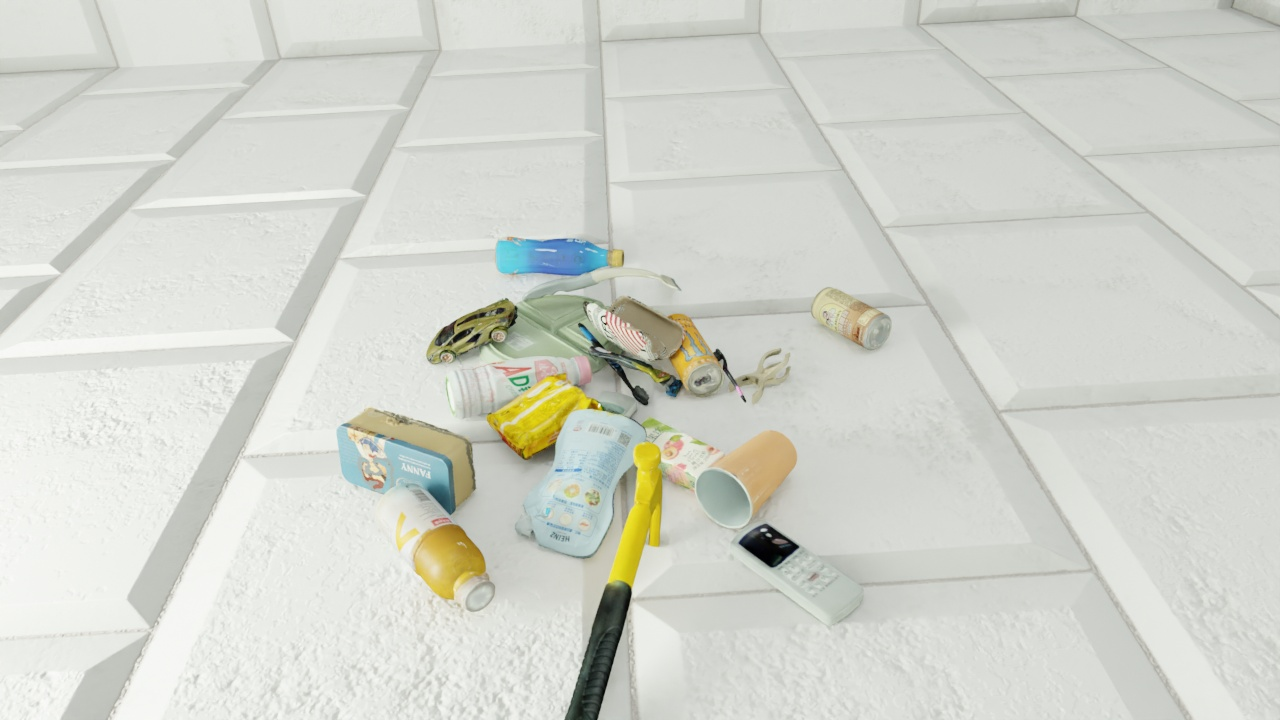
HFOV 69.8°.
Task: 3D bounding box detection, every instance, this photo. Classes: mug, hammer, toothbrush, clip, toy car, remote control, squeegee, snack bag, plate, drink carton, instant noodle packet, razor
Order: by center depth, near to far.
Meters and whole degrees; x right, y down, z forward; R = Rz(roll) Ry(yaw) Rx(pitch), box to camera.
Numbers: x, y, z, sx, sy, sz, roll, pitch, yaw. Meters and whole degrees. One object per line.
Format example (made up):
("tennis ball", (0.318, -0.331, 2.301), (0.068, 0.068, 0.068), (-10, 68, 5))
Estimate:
("hammer", (-0.021, 0.232, 0.925), (0.033, 0.129, 0.299), (7, 46, 13))
("remote control", (0.165, 0.224, 0.985), (0.058, 0.021, 0.150), (-28, 41, -33))
("mug", (0.130, 0.134, 1.081), (0.078, 0.078, 0.122), (22, 35, 32))
("snack bag", (-0.070, 0.143, 1.087), (0.110, 0.039, 0.190), (15, 53, 12))
("drink carton", (0.044, 0.119, 1.129), (0.123, 0.045, 0.053), (23, 54, 36))
("instant noodle packet", (-0.125, 0.071, 1.195), (0.128, 0.044, 0.111), (-32, 38, -21))
("remote control", (-0.056, 0.085, 1.212), (0.056, 0.019, 0.134), (13, 37, 23))
("toothbrush", (0.121, 0.021, 1.269), (0.018, 0.014, 0.189), (-33, 21, 6))
("clip", (0.172, 0.022, 1.281), (0.100, 0.035, 0.072), (-33, 44, -30))
("razor", (-0.008, 0.007, 1.287), (0.143, 0.022, 0.042), (23, 30, 7))
("toothbrush", (-0.041, 0.000, 1.312), (0.014, 0.016, 0.189), (-15, 47, -31))
("toy car", (-0.254, -0.042, 1.368), (0.158, 0.042, 0.070), (-25, 34, 8))
("plate", (-0.134, -0.041, 1.403), (0.230, 0.027, 0.229), (-3, 33, 1))
("squeegee", (-0.065, -0.123, 1.433), (0.246, 0.039, 0.246), (-6, 9, 1))

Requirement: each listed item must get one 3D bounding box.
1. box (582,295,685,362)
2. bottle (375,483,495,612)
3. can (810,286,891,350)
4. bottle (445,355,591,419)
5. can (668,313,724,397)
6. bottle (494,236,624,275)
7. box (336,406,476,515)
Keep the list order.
("box", (-0.009, -0.055, 1.317), (0.086, 0.076, 0.162), (-40, 41, -20))
("bottle", (-0.222, 0.204, 1.001), (0.067, 0.068, 0.189), (-26, 40, -30))
("can", (0.315, -0.064, 1.374), (0.058, 0.059, 0.116), (-23, 38, -27))
("bottle", (-0.165, 0.031, 1.265), (0.196, 0.068, 0.068), (-11, 34, -19))
("can", (0.070, -0.009, 1.310), (0.058, 0.058, 0.146), (-11, 34, -12))
("bottle", (-0.138, -0.177, 1.575), (0.219, 0.065, 0.065), (3, 34, 7))
("box", (-0.278, 0.122, 1.111), (0.184, 0.090, 0.062), (13, 30, 25))
